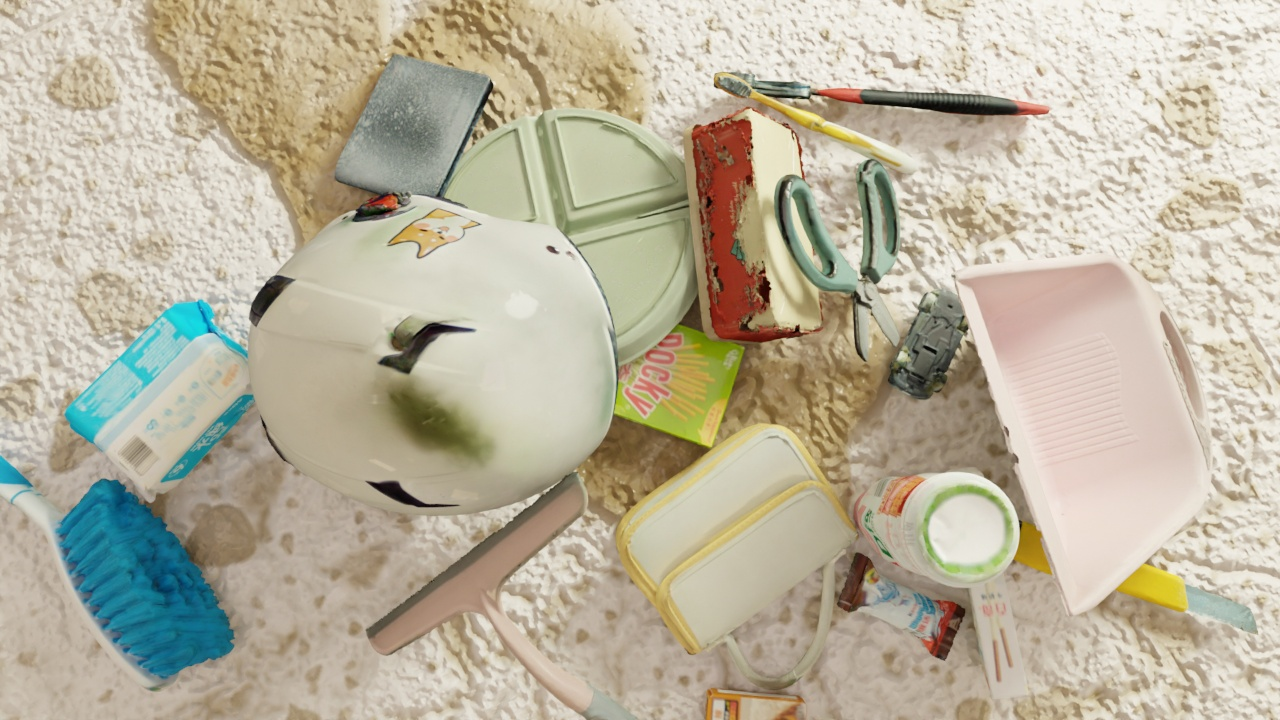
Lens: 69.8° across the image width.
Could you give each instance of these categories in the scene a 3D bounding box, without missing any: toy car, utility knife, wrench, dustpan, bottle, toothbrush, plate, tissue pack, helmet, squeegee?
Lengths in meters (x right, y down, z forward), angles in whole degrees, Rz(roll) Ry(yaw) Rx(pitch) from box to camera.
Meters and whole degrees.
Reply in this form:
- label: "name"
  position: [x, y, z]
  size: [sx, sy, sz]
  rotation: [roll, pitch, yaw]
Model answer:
- label: "toy car"
  position: [0.227, -0.012, 0.723]
  size: [0.043, 0.034, 0.090]
  rotation: [26, 82, 5]
- label: "utility knife"
  position: [0.376, 0.170, 0.711]
  size: [0.209, 0.015, 0.033]
  rotation: [19, 83, 5]
- label: "wrench"
  position: [0.194, -0.213, 0.740]
  size: [0.273, 0.056, 0.016]
  rotation: [4, 102, -4]
- label: "dustpan"
  position: [0.327, 0.022, 0.637]
  size: [0.139, 0.272, 0.222]
  rotation: [-19, 86, 23]
- label: "bottle"
  position: [0.188, 0.110, 0.627]
  size: [0.068, 0.197, 0.068]
  rotation: [0, 83, 0]
- label: "toothbrush"
  position: [0.142, -0.184, 0.720]
  size: [0.191, 0.018, 0.016]
  rotation: [19, 110, -19]
- label: "plate"
  position: [-0.061, -0.098, 0.716]
  size: [0.230, 0.027, 0.230]
  rotation: [-2, 74, 7]
- label: "tissue pack"
  position: [-0.358, 0.030, 0.702]
  size: [0.090, 0.063, 0.140]
  rotation: [43, 87, 1]
- label: "helmet"
  position: [-0.159, 0.011, 0.620]
  size: [0.274, 0.156, 0.230]
  rotation: [9, 110, 13]
- label: "squeegee"
  position: [-0.047, 0.234, 0.665]
  size: [0.249, 0.040, 0.248]
  rotation: [45, 117, -11]

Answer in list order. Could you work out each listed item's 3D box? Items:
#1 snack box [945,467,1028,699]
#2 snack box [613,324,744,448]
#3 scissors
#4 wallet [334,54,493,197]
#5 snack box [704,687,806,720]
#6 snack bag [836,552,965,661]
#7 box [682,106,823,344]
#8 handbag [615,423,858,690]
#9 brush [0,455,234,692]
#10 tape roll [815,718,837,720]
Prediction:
- label: "snack box"
  position: [0.253, 0.159, 0.677]
  size: [0.027, 0.084, 0.156]
  rotation: [-12, 83, 16]
- label: "snack box"
  position: [-0.004, 0.004, 0.724]
  size: [0.156, 0.026, 0.085]
  rotation: [20, 82, 2]
- label: "scissors"
  position: [0.166, -0.095, 0.703]
  size: [0.170, 0.019, 0.180]
  rotation: [49, 51, -24]
- label: "wallet"
  position: [-0.181, -0.184, 0.736]
  size: [0.097, 0.019, 0.120]
  rotation: [19, 81, 18]
- label: "snack box"
  position: [0.082, 0.329, 0.689]
  size: [0.075, 0.026, 0.153]
  rotation: [4, 84, 1]
- label: "snack bag"
  position: [0.198, 0.187, 0.696]
  size: [0.104, 0.026, 0.048]
  rotation: [32, 73, -17]
- label: "box"
  position: [0.091, -0.100, 0.693]
  size: [0.076, 0.091, 0.168]
  rotation: [-11, 82, 37]
- label: "handbag"
  position: [0.088, 0.156, 0.694]
  size: [0.163, 0.063, 0.178]
  rotation: [-36, 88, -2]
- label: "brush"
  position: [-0.435, 0.119, 0.694]
  size: [0.110, 0.060, 0.314]
  rotation: [-38, 85, 19]
- label: "tape roll"
  position: [0.138, 0.311, 0.679]
  size: [0.085, 0.014, 0.085]
  rotation: [2, 85, -28]
